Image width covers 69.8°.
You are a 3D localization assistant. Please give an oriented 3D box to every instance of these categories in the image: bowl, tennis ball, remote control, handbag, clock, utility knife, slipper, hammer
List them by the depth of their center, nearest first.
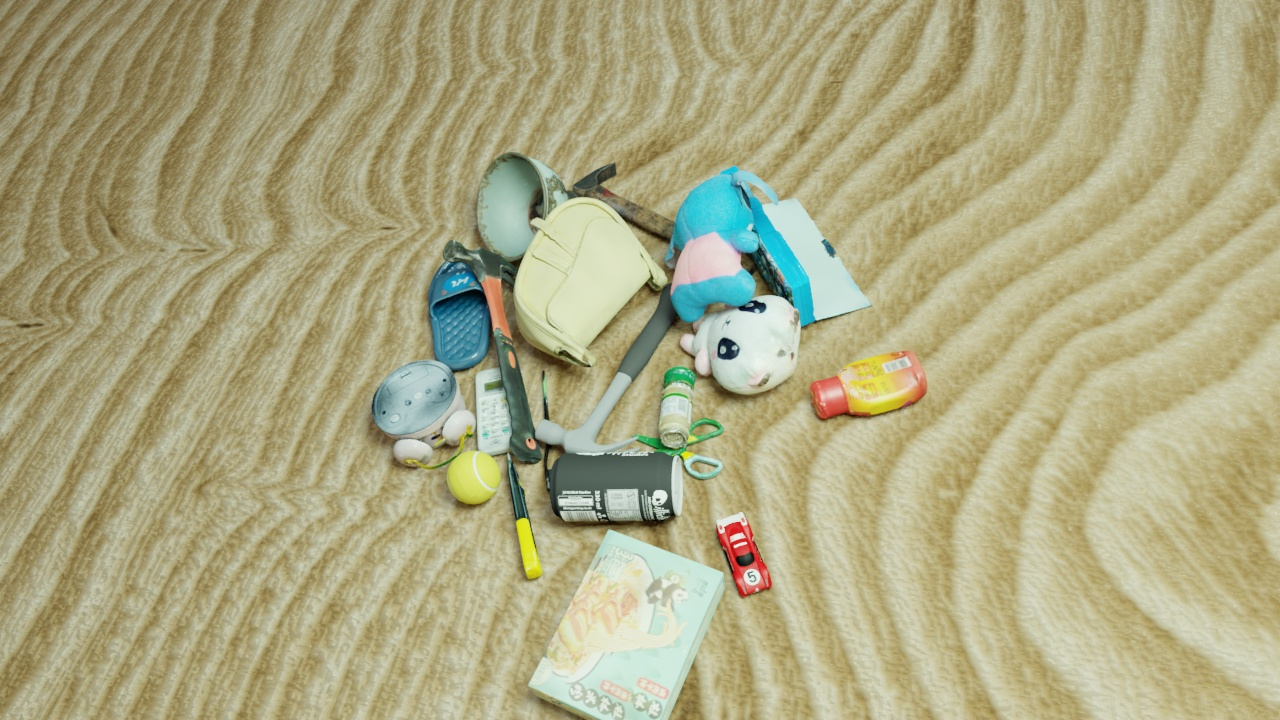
[{"bbox_3d":[-0.143,0.183,1.106,0.020,0.029,0.173,-16,52,-6],"label":"utility knife"},{"bbox_3d":[-0.204,0.143,1.125,0.065,0.065,0.065,-6,52,7],"label":"tennis ball"},{"bbox_3d":[-0.279,0.074,1.195,0.116,0.059,0.158,-30,53,-6],"label":"clock"},{"bbox_3d":[-0.007,0.007,1.205,0.125,0.030,0.310,19,56,22],"label":"hammer"},{"bbox_3d":[-0.190,0.067,1.208,0.050,0.022,0.133,-13,52,3],"label":"remote control"},{"bbox_3d":[-0.181,-0.014,1.228,0.033,0.133,0.332,-38,53,33],"label":"hammer"},{"bbox_3d":[-0.082,-0.110,1.246,0.191,0.089,0.232,30,59,16],"label":"handbag"},{"bbox_3d":[-0.260,-0.077,1.312,0.104,0.059,0.213,-10,53,7],"label":"slipper"},{"bbox_3d":[0.035,-0.204,1.360,0.330,0.033,0.119,31,57,28],"label":"hammer"},{"bbox_3d":[-0.160,-0.225,1.367,0.093,0.160,0.160,-3,37,-46],"label":"bowl"}]

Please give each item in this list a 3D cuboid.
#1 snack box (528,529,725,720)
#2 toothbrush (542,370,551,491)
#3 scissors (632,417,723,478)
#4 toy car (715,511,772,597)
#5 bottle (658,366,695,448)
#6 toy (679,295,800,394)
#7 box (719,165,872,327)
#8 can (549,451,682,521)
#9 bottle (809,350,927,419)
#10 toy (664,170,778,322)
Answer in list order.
[{"bbox_3d":[-0.010,0.293,0.983,0.141,0.044,0.193,17,57,21],"label":"snack box"},{"bbox_3d":[-0.118,0.087,1.184,0.017,0.014,0.187,-3,52,-7],"label":"toothbrush"},{"bbox_3d":[0.046,0.116,1.128,0.131,0.012,0.112,-20,49,-3],"label":"scissors"},{"bbox_3d":[0.115,0.217,1.027,0.038,0.025,0.089,-18,52,-2],"label":"toy car"},{"bbox_3d":[0.046,0.058,1.144,0.043,0.043,0.109,-2,45,10],"label":"bottle"},{"bbox_3d":[0.126,-0.024,1.173,0.180,0.101,0.138,15,69,45],"label":"toy"},{"bbox_3d":[0.208,-0.166,1.252,0.114,0.114,0.243,-24,52,0],"label":"box"},{"bbox_3d":[-0.027,0.148,1.075,0.146,0.080,0.080,-2,53,10],"label":"can"},{"bbox_3d":[0.276,0.033,1.119,0.134,0.048,0.071,-15,51,0],"label":"bottle"},{"bbox_3d":[0.086,-0.143,1.192,0.099,0.225,0.191,19,62,-29],"label":"toy"}]
